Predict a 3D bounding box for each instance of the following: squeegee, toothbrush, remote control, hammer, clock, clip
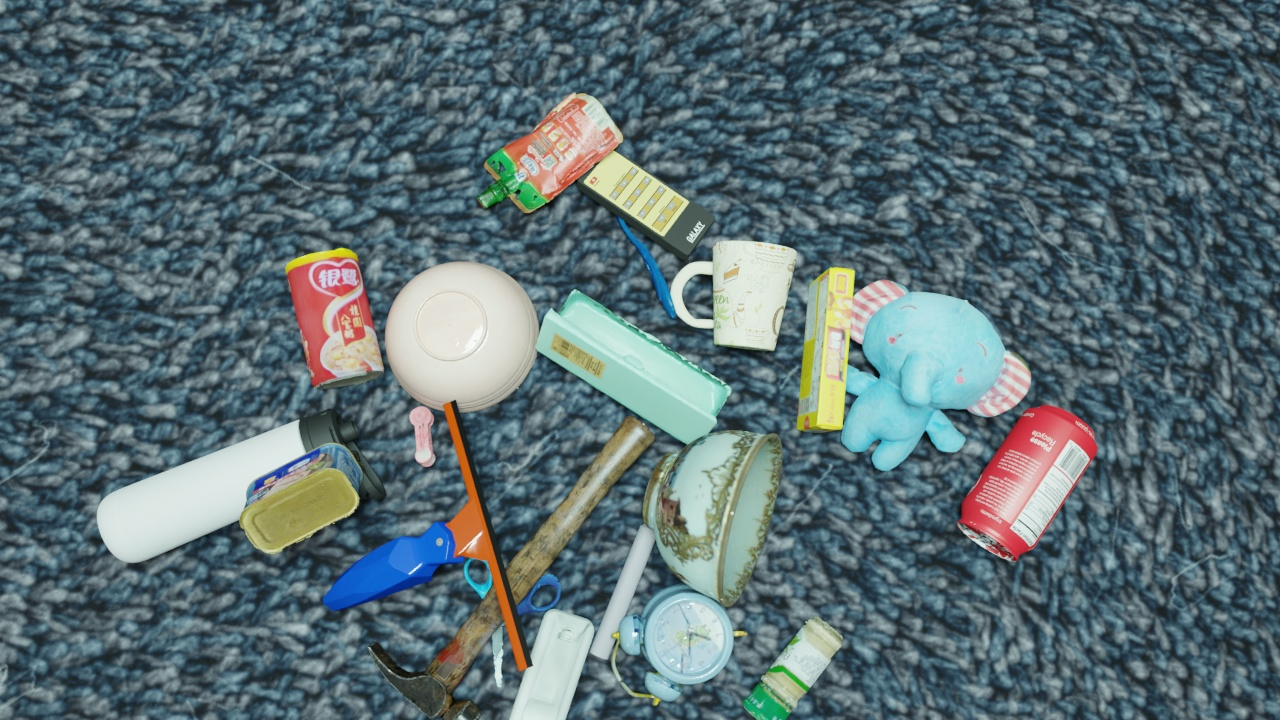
[{"bbox_3d":[-0.214,0.184,0.826,0.185,0.055,0.249,-28,68,20],"label":"squeegee"},{"bbox_3d":[-0.004,0.192,0.876,0.019,0.018,0.187,24,82,-11],"label":"toothbrush"},{"bbox_3d":[-0.085,0.301,0.852,0.050,0.022,0.133,19,83,-8],"label":"remote control"},{"bbox_3d":[-0.107,0.182,0.849,0.120,0.033,0.330,39,86,3],"label":"hammer"},{"bbox_3d":[0.005,-0.158,0.918,0.133,0.013,0.058,34,66,2],"label":"remote control"},{"bbox_3d":[0.032,0.262,0.853,0.124,0.052,0.089,-31,87,-7],"label":"clock"},{"bbox_3d":[-0.208,0.073,0.874,0.023,0.043,0.060,-6,96,-7],"label":"clip"},{"bbox_3d":[0.006,-0.101,0.915,0.016,0.021,0.132,-26,81,-10],"label":"toothbrush"}]

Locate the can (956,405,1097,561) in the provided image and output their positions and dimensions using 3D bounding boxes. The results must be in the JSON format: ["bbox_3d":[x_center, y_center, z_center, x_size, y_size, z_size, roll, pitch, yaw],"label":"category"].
[{"bbox_3d":[0.370,0.116,0.878,0.074,0.074,0.142,37,82,2],"label":"can"}]

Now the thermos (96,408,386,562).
[{"bbox_3d":[-0.363,0.126,0.845,0.230,0.068,0.101,-23,97,-7],"label":"thermos"}]

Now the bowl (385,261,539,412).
[{"bbox_3d":[-0.173,-0.028,0.868,0.153,0.076,0.153,0,82,-3],"label":"bowl"}]

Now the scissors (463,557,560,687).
[{"bbox_3d":[-0.125,0.244,0.865,0.117,0.014,0.130,-1,82,-5],"label":"scissors"}]

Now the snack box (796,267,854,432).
[{"bbox_3d":[0.178,-0.007,0.884,0.025,0.075,0.152,7,82,-4],"label":"snack box"}]

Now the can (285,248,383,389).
[{"bbox_3d":[-0.288,-0.038,0.867,0.066,0.067,0.124,-15,84,-5],"label":"can"}]

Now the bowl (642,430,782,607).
[{"bbox_3d":[0.059,0.131,0.832,0.094,0.160,0.159,15,81,22],"label":"bowl"}]

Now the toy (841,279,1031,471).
[{"bbox_3d":[0.260,0.018,0.875,0.183,0.114,0.180,34,94,11],"label":"toy"}]

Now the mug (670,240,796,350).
[{"bbox_3d":[0.086,-0.063,0.896,0.122,0.081,0.097,6,89,19],"label":"mug"}]

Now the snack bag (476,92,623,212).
[{"bbox_3d":[-0.097,-0.201,0.911,0.155,0.044,0.087,-38,66,-6],"label":"snack bag"}]

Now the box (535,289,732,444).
[{"bbox_3d":[-0.006,0.006,0.865,0.188,0.091,0.077,33,83,2],"label":"box"}]

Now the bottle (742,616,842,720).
[{"bbox_3d":[0.144,0.293,0.859,0.042,0.043,0.110,40,82,2],"label":"bottle"}]

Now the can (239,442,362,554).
[{"bbox_3d":[-0.294,0.120,0.797,0.099,0.059,0.054,-27,111,-5],"label":"can"}]
